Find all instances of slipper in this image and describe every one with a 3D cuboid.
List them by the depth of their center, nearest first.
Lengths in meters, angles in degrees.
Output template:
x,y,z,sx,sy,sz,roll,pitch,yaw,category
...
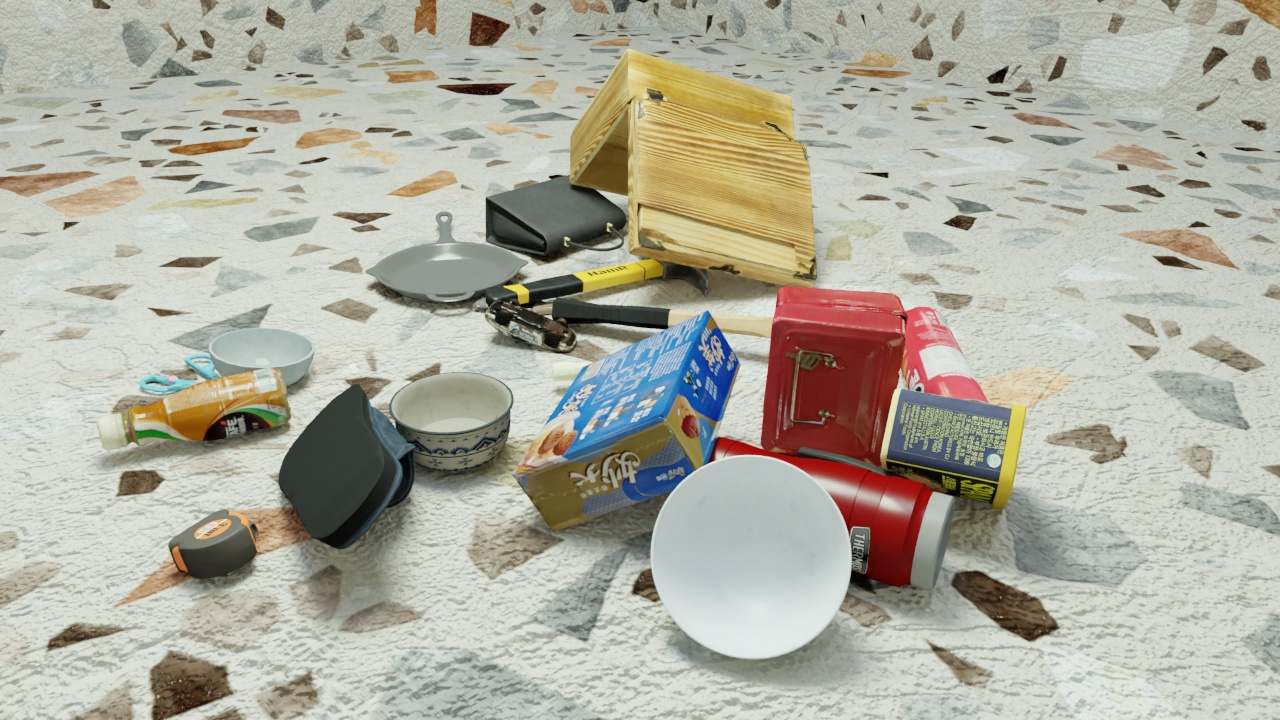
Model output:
x,y,z,sx,sy,sz,roll,pitch,yaw,category
-0.242,0.103,0.797,0.109,0.083,0.266,-49,29,-8,slipper

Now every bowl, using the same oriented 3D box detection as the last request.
x,y,z,sx,sy,sz,roll,pitch,yaw,category
0.085,0.148,0.694,0.144,0.143,0.074,9,-11,13,bowl
-0.178,0.064,0.879,0.115,0.059,0.115,1,28,-1,bowl
-0.410,0.003,0.996,0.106,0.039,0.106,8,23,-4,bowl

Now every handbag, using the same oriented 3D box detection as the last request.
x,y,z,sx,sy,sz,roll,pitch,yaw,category
-0.103,-0.203,1.388,0.196,0.072,0.175,29,38,34,handbag

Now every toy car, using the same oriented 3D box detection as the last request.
x,y,z,sx,sy,sz,roll,pitch,yaw,category
-0.132,-0.037,1.101,0.113,0.041,0.048,22,30,1,toy car

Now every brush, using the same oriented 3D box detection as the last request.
x,y,z,sx,sy,sz,roll,pitch,yaw,category
-0.137,-0.069,1.182,0.151,0.012,0.038,6,28,8,brush

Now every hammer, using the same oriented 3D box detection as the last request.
x,y,z,sx,sy,sz,roll,pitch,yaw,category
0.052,-0.047,1.091,0.329,0.039,0.131,6,1,19,hammer
-0.057,-0.107,1.225,0.323,0.034,0.170,-14,33,-32,hammer

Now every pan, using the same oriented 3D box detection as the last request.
x,y,z,sx,sy,sz,roll,pitch,yaw,category
-0.276,-0.148,1.310,0.216,0.024,0.354,-5,28,-11,pan

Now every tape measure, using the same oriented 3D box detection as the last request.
x,y,z,sx,sy,sz,roll,pitch,yaw,category
-0.337,0.150,0.736,0.059,0.038,0.058,1,24,29,tape measure

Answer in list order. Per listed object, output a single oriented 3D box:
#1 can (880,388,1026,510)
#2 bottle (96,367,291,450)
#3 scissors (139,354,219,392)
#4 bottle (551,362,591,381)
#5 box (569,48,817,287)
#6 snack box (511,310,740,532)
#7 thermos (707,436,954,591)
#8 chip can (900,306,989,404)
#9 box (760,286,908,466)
x,y,z,sx,sy,sz,roll,pitch,yaw,category
0.273,0.077,0.805,0.104,0.075,0.135,11,-12,21,can
-0.430,0.051,0.889,0.166,0.059,0.059,-14,32,-26,bottle
-0.465,0.020,1.006,0.142,0.015,0.094,12,29,6,scissors
-0.006,0.006,1.012,0.184,0.045,0.045,-5,29,-12,bottle
0.072,-0.239,1.333,0.279,0.287,0.335,10,66,-22,box
-0.006,0.050,0.832,0.155,0.069,0.202,-23,18,25,snack box
0.155,0.117,0.767,0.199,0.084,0.107,13,36,25,thermos
0.318,0.017,0.981,0.073,0.073,0.232,3,27,3,chip can
0.186,0.013,0.893,0.130,0.158,0.097,6,32,6,box
